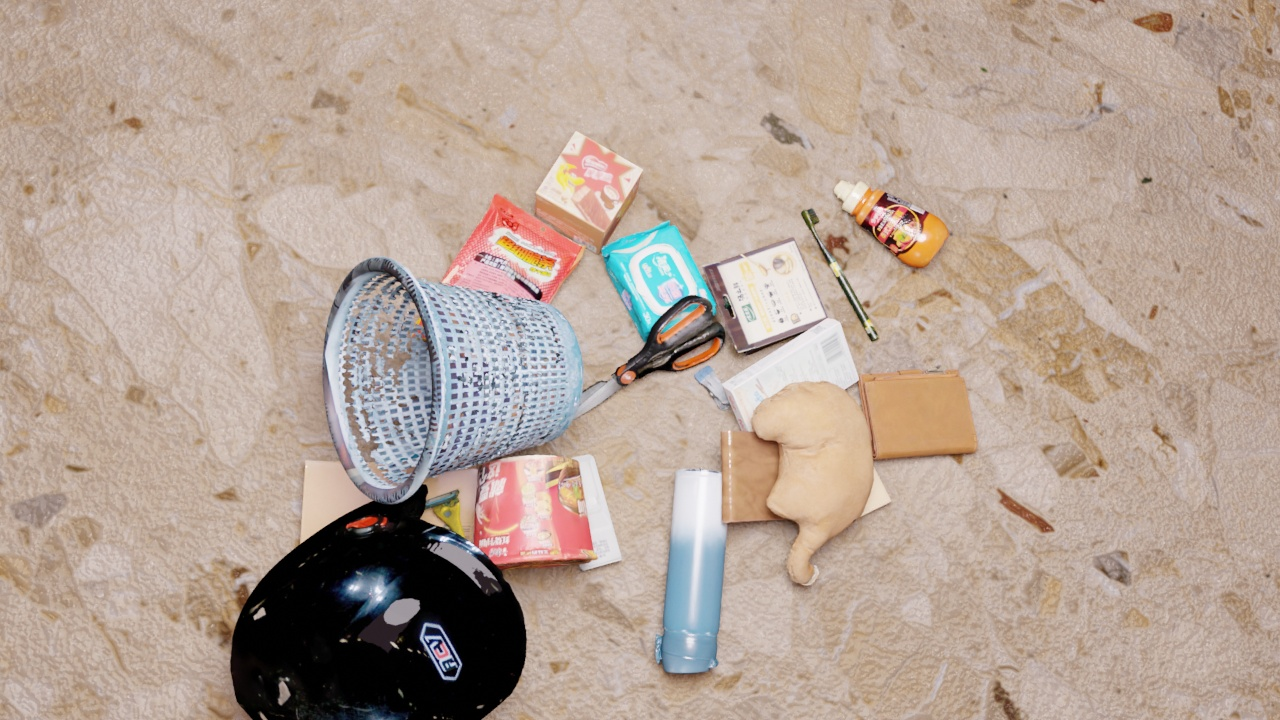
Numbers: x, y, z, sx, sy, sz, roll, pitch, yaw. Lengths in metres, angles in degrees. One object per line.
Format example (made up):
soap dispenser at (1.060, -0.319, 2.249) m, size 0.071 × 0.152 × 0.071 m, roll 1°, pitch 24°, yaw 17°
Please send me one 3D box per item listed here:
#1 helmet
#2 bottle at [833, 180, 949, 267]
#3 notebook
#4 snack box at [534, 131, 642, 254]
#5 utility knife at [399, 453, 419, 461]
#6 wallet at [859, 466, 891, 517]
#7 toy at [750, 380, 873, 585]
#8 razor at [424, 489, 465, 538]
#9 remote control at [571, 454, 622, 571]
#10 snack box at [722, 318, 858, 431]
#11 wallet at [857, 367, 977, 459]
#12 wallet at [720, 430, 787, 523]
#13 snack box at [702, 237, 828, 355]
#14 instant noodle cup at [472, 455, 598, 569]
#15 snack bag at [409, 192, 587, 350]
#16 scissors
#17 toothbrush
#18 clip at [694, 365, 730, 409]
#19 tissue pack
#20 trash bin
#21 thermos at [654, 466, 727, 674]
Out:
helmet at (-0.242, 0.261, 0.865) m, size 0.229 × 0.275 × 0.233 m, roll -32°, pitch 102°, yaw -48°
bottle at (0.304, -0.177, 1.135) m, size 0.149 × 0.067 × 0.066 m, roll 36°, pitch 76°, yaw 9°
notebook at (-0.262, 0.184, 0.999) m, size 0.207 × 0.008 × 0.147 m, roll 2°, pitch 83°, yaw -9°
snack box at (-0.062, -0.197, 1.085) m, size 0.093 × 0.077 × 0.094 m, roll 30°, pitch 75°, yaw 1°
utility knife at (-0.251, 0.116, 1.024) m, size 0.203 × 0.018 × 0.034 m, roll -16°, pitch 79°, yaw -11°
wallet at (0.231, 0.130, 1.074) m, size 0.087 × 0.024 × 0.115 m, roll -24°, pitch 82°, yaw -10°
toy at (0.199, 0.134, 1.019) m, size 0.143 × 0.082 × 0.226 m, roll -9°, pitch 89°, yaw -14°
razor at (-0.194, 0.207, 0.987) m, size 0.043 × 0.028 × 0.132 m, roll -20°, pitch 83°, yaw 12°
remote control at (-0.060, 0.169, 1.030) m, size 0.049 × 0.024 × 0.125 m, roll -15°, pitch 80°, yaw -9°
snack box at (0.177, 0.025, 1.068) m, size 0.156 × 0.027 × 0.085 m, roll -31°, pitch 117°, yaw -12°
wallet at (0.330, 0.062, 1.094) m, size 0.131 × 0.031 × 0.107 m, roll -3°, pitch 74°, yaw -12°
wallet at (0.133, 0.130, 1.030) m, size 0.115 × 0.020 × 0.101 m, roll 5°, pitch 82°, yaw -40°
snack box at (0.145, -0.074, 1.094) m, size 0.125 × 0.053 × 0.113 m, roll -19°, pitch 81°, yaw -11°
instant noodle cup at (-0.118, 0.162, 0.968) m, size 0.138 × 0.138 × 0.108 m, roll -3°, pitch 75°, yaw -7°
snack bag at (-0.165, -0.083, 1.059) m, size 0.128 × 0.073 × 0.207 m, roll 31°, pitch 71°, yaw -2°
scissors at (0.003, 0.018, 1.062) m, size 0.234 × 0.161 × 0.021 m, roll -50°, pitch 45°, yaw 15°
toothbrush at (0.249, -0.107, 1.135) m, size 0.017 × 0.012 × 0.185 m, roll -23°, pitch 81°, yaw -22°
clip at (0.087, 0.031, 1.082) m, size 0.024 × 0.026 × 0.056 m, roll -32°, pitch 73°, yaw -14°
tissue pack at (0.022, -0.093, 1.086) m, size 0.093 × 0.050 × 0.133 m, roll -26°, pitch 81°, yaw -11°
trash bin at (-0.173, 0.016, 0.902) m, size 0.194 × 0.227 × 0.226 m, roll -2°, pitch 75°, yaw -43°
thermos at (0.059, 0.231, 1.009) m, size 0.070 × 0.070 × 0.220 m, roll 8°, pitch 77°, yaw -5°
